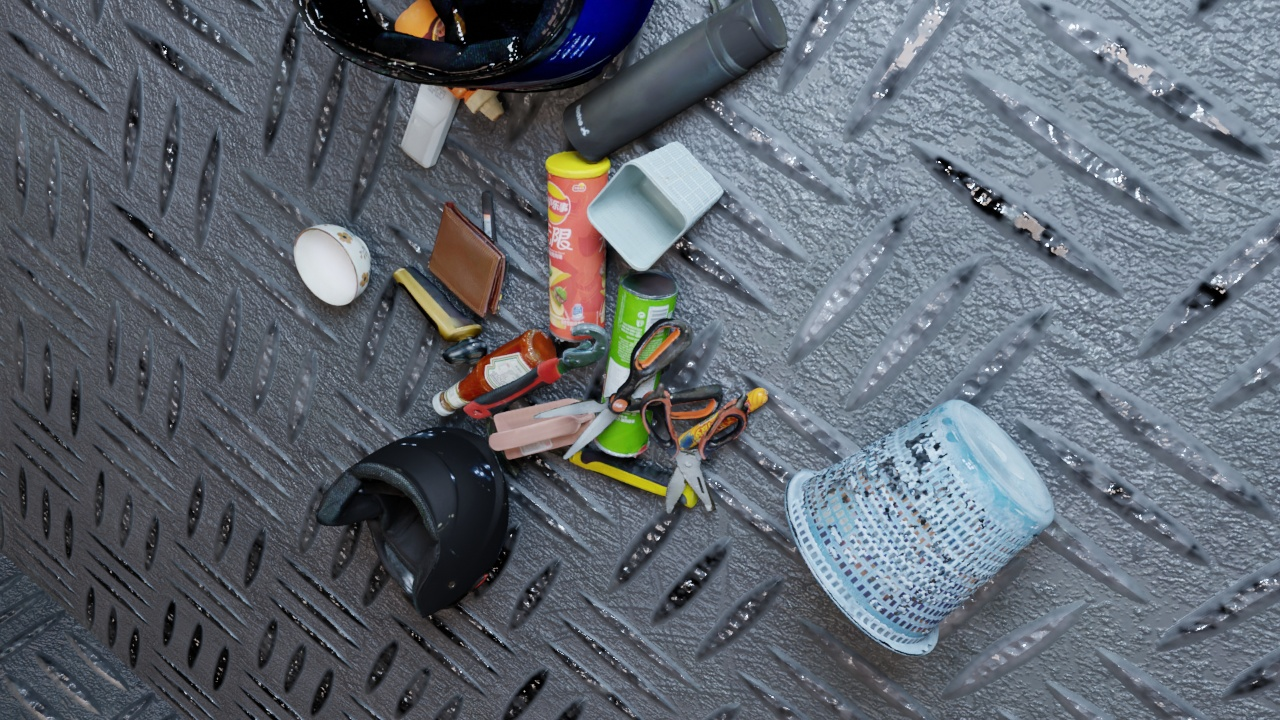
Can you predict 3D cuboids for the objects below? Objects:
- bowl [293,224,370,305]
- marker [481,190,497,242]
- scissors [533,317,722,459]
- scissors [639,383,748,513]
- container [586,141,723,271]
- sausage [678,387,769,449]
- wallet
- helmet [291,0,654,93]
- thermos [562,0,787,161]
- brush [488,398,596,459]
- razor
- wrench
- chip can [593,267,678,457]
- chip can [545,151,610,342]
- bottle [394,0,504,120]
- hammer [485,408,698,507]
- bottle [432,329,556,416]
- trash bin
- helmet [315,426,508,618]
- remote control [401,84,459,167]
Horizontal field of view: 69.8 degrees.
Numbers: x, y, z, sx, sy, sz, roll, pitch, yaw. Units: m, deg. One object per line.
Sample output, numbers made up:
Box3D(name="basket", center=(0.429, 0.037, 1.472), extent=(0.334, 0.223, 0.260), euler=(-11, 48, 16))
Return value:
Box3D(name="bowl", center=(-0.416, -0.139, 1.273), extent=(0.113, 0.062, 0.114), euler=(16, 124, 25))
Box3D(name="marker", center=(-0.189, -0.154, 1.160), extent=(0.018, 0.015, 0.124), euler=(13, 120, 27))
Box3D(name="scissors", center=(-0.003, 0.044, 1.074), extent=(0.228, 0.021, 0.221), euler=(14, 120, -25))
Box3D(name="scissors", center=(0.060, 0.107, 1.106), extent=(0.189, 0.015, 0.227), euler=(30, 123, -22))
Box3D(name="container", center=(0.020, -0.166, 0.964), extent=(0.090, 0.111, 0.090), euler=(48, 129, 0))
Box3D(name="sausage", center=(0.097, 0.073, 1.113), extent=(0.021, 0.021, 0.166), euler=(50, 130, -3))
Box3D(name="wallet", center=(-0.219, -0.129, 1.169), extent=(0.124, 0.032, 0.101), euler=(42, 132, 22))
Box3D(name="helmet", center=(-0.134, -0.376, 0.847), extent=(0.316, 0.239, 0.248), euler=(3, 118, 18))
Box3D(name="thermos", center=(0.029, -0.292, 0.926), extent=(0.243, 0.068, 0.090), euler=(-22, 71, 36))
Box3D(name="brush", center=(-0.123, 0.087, 1.186), extent=(0.146, 0.072, 0.063), euler=(-14, 96, 27))
Box3D(name="razor", center=(-0.273, -0.061, 1.236), extent=(0.167, 0.067, 0.062), euler=(47, 162, 7))
Box3D(name="wrench", center=(-0.133, 0.021, 1.146), extent=(0.056, 0.016, 0.274), euler=(33, 136, -29))
Box3D(name="chip can", center=(-0.007, 0.006, 1.105), extent=(0.072, 0.072, 0.237), euler=(23, 126, 18))
Box3D(name="chip can", center=(-0.074, -0.130, 1.068), extent=(0.073, 0.073, 0.217), euler=(18, 125, 22))
Box3D(name="bottle", center=(-0.209, -0.335, 1.041), extent=(0.067, 0.066, 0.149), euler=(-31, 106, 39))
Box3D(name="hammer", center=(-0.071, 0.134, 1.243), extent=(0.324, 0.031, 0.126), euler=(16, 124, 22))
Box3D(name="bottle", center=(-0.200, 0.023, 1.225), extent=(0.207, 0.059, 0.060), euler=(-27, 100, 32))
Box3D(name="trash bin", center=(0.295, 0.154, 0.937), extent=(0.226, 0.226, 0.196), euler=(46, 117, 0))
Box3D(name="helmet", center=(-0.302, 0.227, 1.311), extent=(0.233, 0.229, 0.275), euler=(36, 143, 22))
Box3D(name="remote control", center=(-0.255, -0.293, 1.113), extent=(0.049, 0.024, 0.125), euler=(38, 129, 6))
